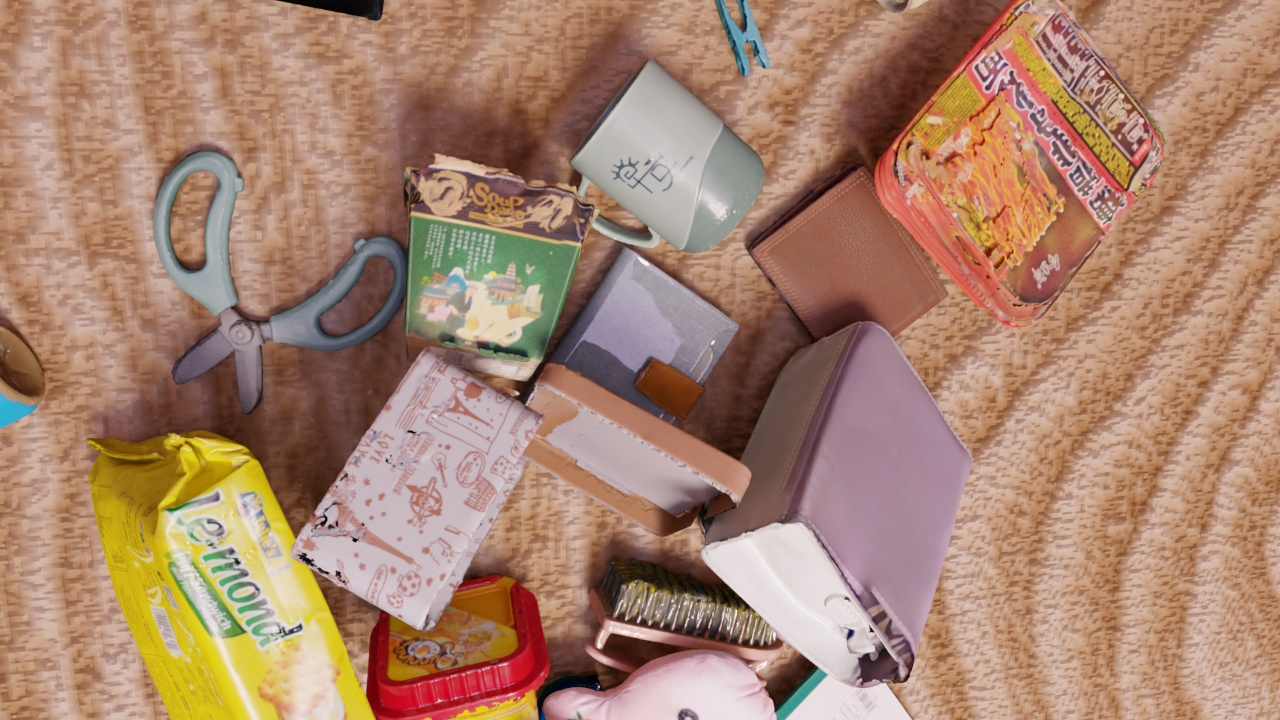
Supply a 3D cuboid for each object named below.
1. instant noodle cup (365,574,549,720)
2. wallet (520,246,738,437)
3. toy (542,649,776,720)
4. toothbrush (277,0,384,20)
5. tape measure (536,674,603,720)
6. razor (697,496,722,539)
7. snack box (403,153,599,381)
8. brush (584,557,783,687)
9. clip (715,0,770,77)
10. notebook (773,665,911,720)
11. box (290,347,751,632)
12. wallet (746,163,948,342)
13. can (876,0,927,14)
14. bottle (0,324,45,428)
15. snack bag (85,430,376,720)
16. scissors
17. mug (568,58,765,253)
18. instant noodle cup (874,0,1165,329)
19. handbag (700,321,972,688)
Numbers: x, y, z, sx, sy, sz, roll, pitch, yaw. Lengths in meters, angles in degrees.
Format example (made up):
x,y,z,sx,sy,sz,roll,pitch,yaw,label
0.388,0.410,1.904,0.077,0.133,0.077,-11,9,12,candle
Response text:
x,y,z,sx,sy,sz,roll,pitch,yaw,label
-0.117,0.230,0.623,0.116,0.116,0.124,-10,113,-10,instant noodle cup
-0.004,0.004,0.637,0.106,0.037,0.130,33,93,-13,wallet
0.015,0.256,0.637,0.159,0.054,0.121,-13,113,9,toy
-0.265,-0.238,0.552,0.212,0.027,0.026,7,143,-12,toothbrush
-0.049,0.261,0.679,0.058,0.025,0.054,-33,102,-8,tape measure
0.115,0.115,0.675,0.167,0.062,0.068,9,128,-17,razor
-0.095,-0.047,0.558,0.118,0.118,0.105,12,78,-10,snack box
0.035,0.196,0.665,0.145,0.063,0.073,16,92,-15,brush
0.070,-0.222,0.623,0.045,0.014,0.057,-26,104,-3,clip
0.126,0.333,0.703,0.208,0.012,0.150,-40,108,-14,notebook
-0.074,0.102,0.545,0.197,0.181,0.157,29,69,-4,box
0.148,-0.063,0.658,0.101,0.032,0.124,-38,103,1,wallet
0.210,-0.287,0.615,0.116,0.058,0.058,-33,104,-3,can
-0.473,0.051,0.544,0.218,0.065,0.065,-28,103,-5,bottle
-0.254,0.155,0.556,0.068,0.158,0.246,-31,108,-45,snack bag
-0.248,-0.060,0.591,0.170,0.019,0.181,-33,105,-2,scissors
0.011,-0.119,0.602,0.106,0.082,0.112,37,122,-15,mug
0.250,-0.132,0.632,0.164,0.079,0.188,44,81,-15,instant noodle cup
0.135,0.090,0.598,0.145,0.099,0.196,46,45,-12,handbag
